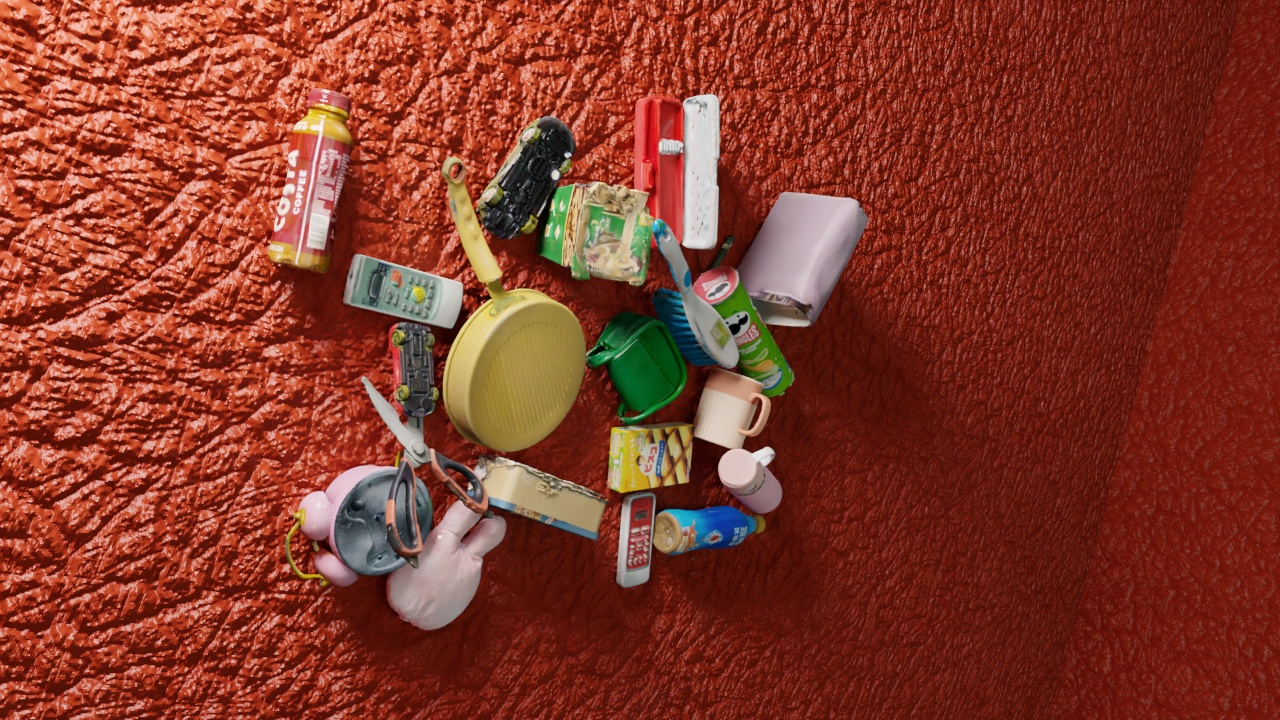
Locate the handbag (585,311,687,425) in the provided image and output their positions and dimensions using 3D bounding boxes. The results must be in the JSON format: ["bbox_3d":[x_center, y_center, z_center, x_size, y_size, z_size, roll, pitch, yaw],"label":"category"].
[{"bbox_3d":[-0.007,0.007,1.235,0.120,0.068,0.131,-40,125,-22],"label":"handbag"}]

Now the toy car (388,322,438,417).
[{"bbox_3d":[-0.251,0.011,1.009,0.049,0.031,0.106,4,75,-51],"label":"toy car"}]

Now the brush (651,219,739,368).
[{"bbox_3d":[0.056,-0.083,1.204,0.060,0.110,0.314,-57,136,-18],"label":"brush"}]

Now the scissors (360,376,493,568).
[{"bbox_3d":[-0.241,0.114,0.994,0.222,0.015,0.188,53,34,-19],"label":"scissors"}]

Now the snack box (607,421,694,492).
[{"bbox_3d":[0.016,0.135,1.301,0.140,0.034,0.087,0,98,-42],"label":"snack box"}]

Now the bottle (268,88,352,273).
[{"bbox_3d":[-0.320,-0.176,0.902,0.057,0.057,0.175,11,91,-44],"label":"bottle"}]

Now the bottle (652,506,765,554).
[{"bbox_3d":[0.111,0.253,1.390,0.218,0.065,0.065,4,95,-44],"label":"bottle"}]

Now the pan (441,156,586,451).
[{"bbox_3d":[-0.165,-0.058,1.062,0.197,0.078,0.358,-34,132,-37],"label":"pan"}]

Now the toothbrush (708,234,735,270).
[{"bbox_3d":[0.093,-0.107,1.333,0.012,0.017,0.185,45,69,-41],"label":"toothbrush"}]

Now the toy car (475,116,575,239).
[{"bbox_3d":[-0.132,-0.215,1.080,0.070,0.042,0.158,40,77,-39],"label":"toy car"}]

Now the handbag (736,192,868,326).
[{"bbox_3d":[0.238,-0.149,1.374,0.098,0.145,0.196,43,70,-37],"label":"handbag"}]

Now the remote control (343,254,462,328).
[{"bbox_3d":[-0.257,-0.074,1.009,0.135,0.019,0.056,15,88,-44],"label":"remote control"}]

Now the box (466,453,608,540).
[{"bbox_3d":[-0.121,0.172,1.139,0.184,0.090,0.061,31,73,-39],"label":"box"}]

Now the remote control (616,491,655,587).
[{"bbox_3d":[-0.006,0.256,1.313,0.055,0.020,0.136,-2,99,-44],"label":"remote control"}]

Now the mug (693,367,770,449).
[{"bbox_3d":[0.137,0.076,1.346,0.081,0.115,0.106,23,85,-46],"label":"mug"}]

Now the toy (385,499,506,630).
[{"bbox_3d":[-0.225,0.238,1.073,0.159,0.054,0.121,-52,132,-11],"label":"toy"}]

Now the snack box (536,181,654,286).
[{"bbox_3d":[-0.062,-0.156,1.118,0.118,0.106,0.117,4,97,-43],"label":"snack box"}]

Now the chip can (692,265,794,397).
[{"bbox_3d":[0.155,-0.037,1.357,0.072,0.072,0.236,-56,135,-20],"label":"chip can"}]

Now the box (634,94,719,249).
[{"bbox_3d":[0.055,-0.247,1.212,0.095,0.102,0.201,-10,105,-43],"label":"box"}]

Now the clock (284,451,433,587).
[{"bbox_3d":[-0.305,0.177,0.988,0.158,0.060,0.117,-31,119,-37],"label":"clock"}]

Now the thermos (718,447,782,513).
[{"bbox_3d":[0.173,0.175,1.376,0.087,0.067,0.198,-33,153,4],"label":"thermos"}]
